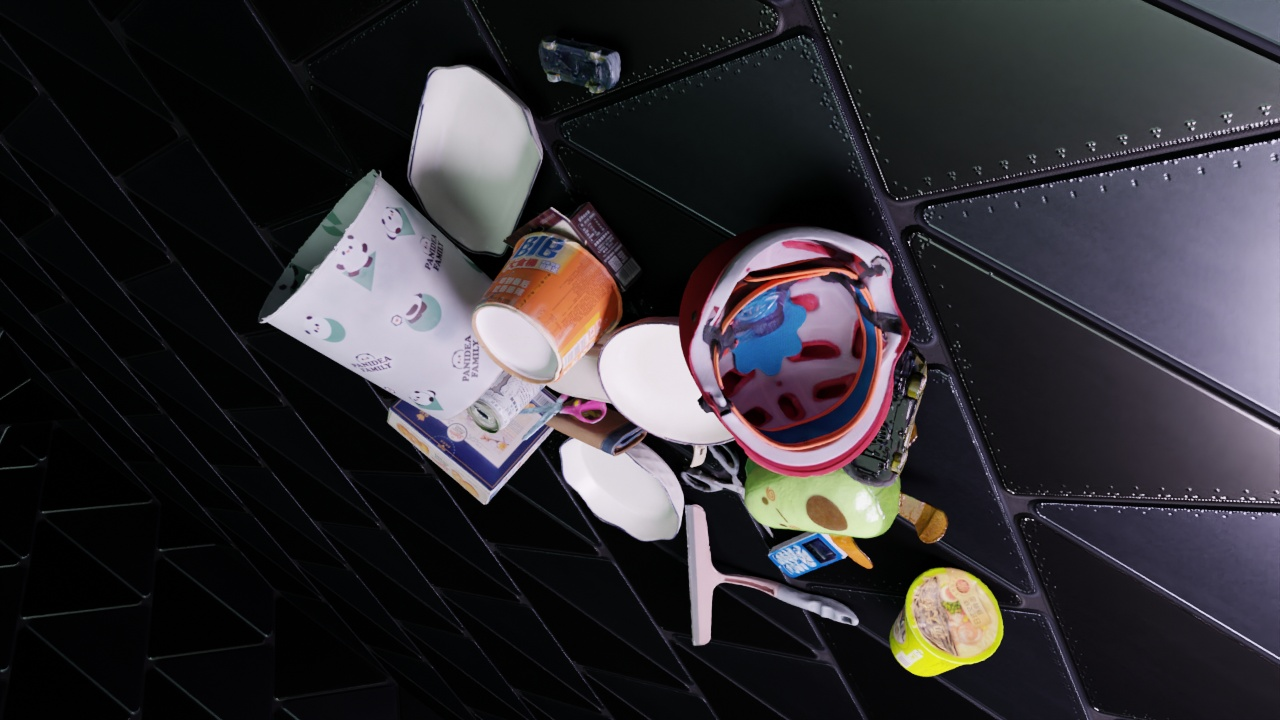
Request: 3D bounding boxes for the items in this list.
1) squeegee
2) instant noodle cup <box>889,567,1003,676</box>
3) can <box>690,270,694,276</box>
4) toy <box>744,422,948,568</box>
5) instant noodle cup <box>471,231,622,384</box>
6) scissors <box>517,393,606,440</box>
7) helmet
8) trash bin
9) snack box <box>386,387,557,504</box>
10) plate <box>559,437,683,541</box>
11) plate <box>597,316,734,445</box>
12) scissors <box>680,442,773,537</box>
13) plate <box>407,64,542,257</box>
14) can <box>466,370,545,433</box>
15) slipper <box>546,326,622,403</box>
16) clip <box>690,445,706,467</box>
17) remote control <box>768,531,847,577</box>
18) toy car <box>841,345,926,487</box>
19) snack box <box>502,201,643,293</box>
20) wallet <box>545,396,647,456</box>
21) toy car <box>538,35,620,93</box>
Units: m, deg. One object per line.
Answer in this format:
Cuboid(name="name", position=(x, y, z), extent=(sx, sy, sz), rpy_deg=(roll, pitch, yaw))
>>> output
Cuboid(name="squeegee", position=(0.187, 0.327, 1.291), extent=(0.250, 0.040, 0.248), rpy_deg=(9, 116, 28))
Cuboid(name="instant noodle cup", position=(0.353, 0.320, 1.092), extent=(0.112, 0.111, 0.124), rpy_deg=(30, 150, 15))
Cuboid(name="can", position=(0.113, -0.051, 0.963), extent=(0.134, 0.053, 0.053), rpy_deg=(51, 142, -13))
Cuboid(name="toy", position=(0.216, 0.146, 1.043), extent=(0.247, 0.089, 0.227), rpy_deg=(-16, 106, 44))
Cuboid(name="instant noodle cup", position=(-0.111, -0.052, 1.033), extent=(0.151, 0.111, 0.152), rpy_deg=(23, 143, 18))
Cuboid(name="scissors", position=(-0.107, 0.054, 1.212), extent=(0.133, 0.118, 0.017), rpy_deg=(-6, 150, 16))
Cuboid(name="helmet", position=(0.133, -0.021, 0.873), extent=(0.144, 0.206, 0.240), rpy_deg=(-131, 22, -63))
Cuboid(name="trash bin", position=(-0.297, -0.067, 1.142), extent=(0.252, 0.229, 0.230), rpy_deg=(40, 147, -27))
Cuboid(name="snack box", position=(-0.225, 0.075, 1.280), extent=(0.178, 0.182, 0.046), rpy_deg=(39, 144, 3))
Cuboid(name="plate", position=(-0.024, 0.173, 1.310), extent=(0.205, 0.045, 0.205), rpy_deg=(26, 144, 21))
Cuboid(name="plate", position=(0.047, 0.018, 1.035), extent=(0.192, 0.038, 0.193), rpy_deg=(13, 137, 12))
Cuboid(name="scissors", position=(0.126, 0.170, 1.207), extent=(0.160, 0.014, 0.178), rpy_deg=(-9, 121, 46))
Cuboid(name="plate", position=(-0.189, -0.230, 1.064), extent=(0.162, 0.034, 0.267), rpy_deg=(39, 143, 4))
Cuboid(name="can", position=(-0.162, 0.029, 1.207), extent=(0.058, 0.146, 0.058), rpy_deg=(25, 140, 22))
Cuboid(name="slipper", position=(-0.007, 0.007, 1.123), extent=(0.275, 0.054, 0.114), rpy_deg=(2, 134, 27))
Cuboid(name="clip", position=(0.076, 0.091, 1.149), extent=(0.070, 0.034, 0.100), rpy_deg=(63, 153, 22))
Cuboid(name="remote control", position=(0.218, 0.248, 1.195), extent=(0.049, 0.024, 0.125), rpy_deg=(43, 144, -3))
Cuboid(name="toy car", position=(0.246, 0.056, 0.938), extent=(0.070, 0.042, 0.158), rpy_deg=(20, 117, 26))
Cuboid(name="snack box", position=(-0.078, -0.121, 1.061), extent=(0.113, 0.053, 0.125), rpy_deg=(-21, 112, 50))
Cuboid(name="wallet", position=(-0.059, 0.086, 1.229), extent=(0.115, 0.090, 0.033), rpy_deg=(21, 115, 26))
Cuboid(name="toy car", position=(-0.059, -0.291, 0.891), extent=(0.091, 0.034, 0.043), rpy_deg=(21, 141, 28))
